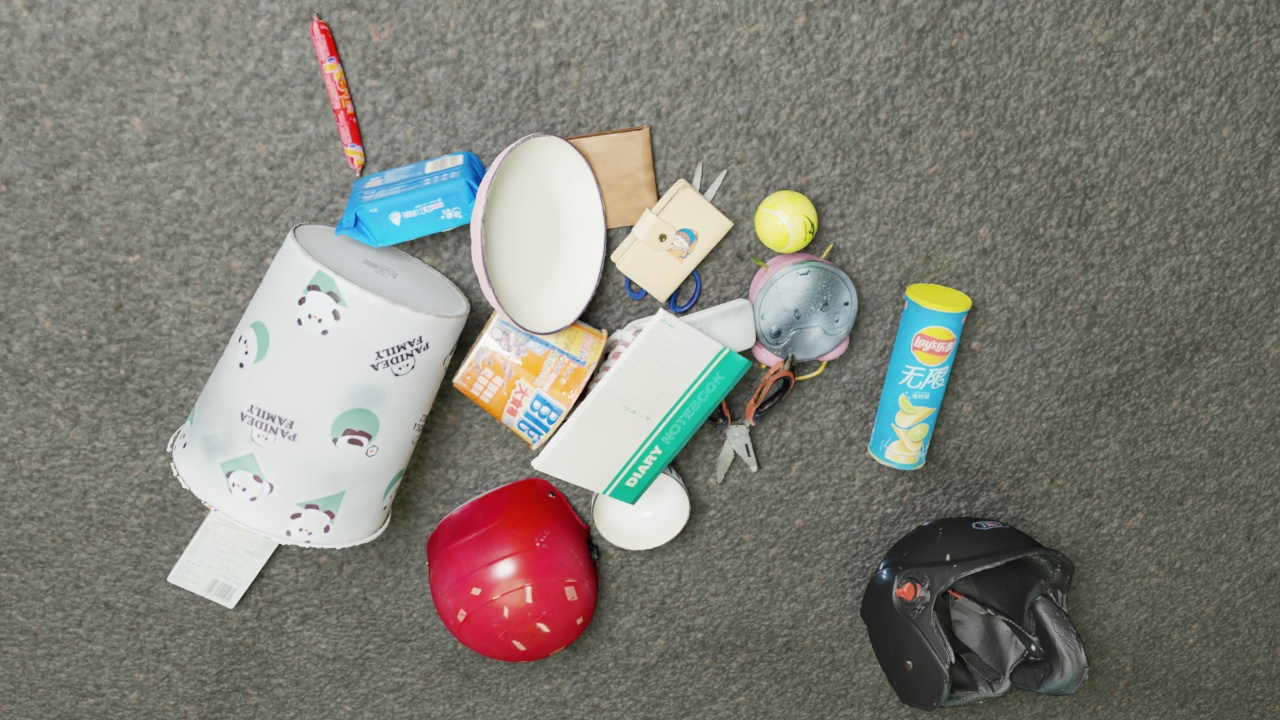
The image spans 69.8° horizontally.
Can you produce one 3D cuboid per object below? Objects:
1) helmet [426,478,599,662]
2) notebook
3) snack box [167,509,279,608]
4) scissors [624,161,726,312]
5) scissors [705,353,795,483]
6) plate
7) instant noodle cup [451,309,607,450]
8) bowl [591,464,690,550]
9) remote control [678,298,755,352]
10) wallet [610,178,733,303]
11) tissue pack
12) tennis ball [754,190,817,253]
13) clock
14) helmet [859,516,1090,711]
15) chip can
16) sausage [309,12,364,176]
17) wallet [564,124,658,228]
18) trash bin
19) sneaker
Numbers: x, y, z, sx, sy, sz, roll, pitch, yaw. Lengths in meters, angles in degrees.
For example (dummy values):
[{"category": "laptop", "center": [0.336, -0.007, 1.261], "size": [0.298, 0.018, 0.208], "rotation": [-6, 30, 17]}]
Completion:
[{"category": "helmet", "center": [-0.145, 0.279, 1.099], "size": [0.207, 0.143, 0.240], "rotation": [-28, 117, 5]}, {"category": "notebook", "center": [0.005, 0.055, 0.945], "size": [0.150, 0.012, 0.209], "rotation": [27, 108, -41]}, {"category": "snack box", "center": [-0.486, 0.221, 1.091], "size": [0.084, 0.026, 0.157], "rotation": [33, 108, -19]}, {"category": "scissors", "center": [0.036, -0.131, 0.989], "size": [0.144, 0.012, 0.170], "rotation": [-12, 116, -1]}, {"category": "scissors", "center": [0.114, 0.068, 1.049], "size": [0.188, 0.015, 0.225], "rotation": [16, 125, -38]}, {"category": "plate", "center": [-0.102, -0.121, 0.887], "size": [0.039, 0.191, 0.193], "rotation": [7, 122, 32]}, {"category": "instant noodle cup", "center": [-0.121, 0.003, 0.967], "size": [0.111, 0.151, 0.151], "rotation": [32, 108, -11]}, {"category": "bowl", "center": [-0.002, 0.161, 1.097], "size": [0.116, 0.066, 0.117], "rotation": [-2, 116, -5]}, {"category": "remote control", "center": [0.061, -0.023, 0.956], "size": [0.135, 0.020, 0.056], "rotation": [-19, 114, -24]}, {"category": "wallet", "center": [0.031, -0.126, 0.967], "size": [0.087, 0.024, 0.115], "rotation": [36, 105, -27]}, {"category": "tissue pack", "center": [-0.217, -0.157, 0.901], "size": [0.157, 0.094, 0.052], "rotation": [-14, 122, 0]}, {"category": "tennis ball", "center": [0.153, -0.146, 0.965], "size": [0.065, 0.065, 0.065], "rotation": [-3, 116, -6]}, {"category": "clock", "center": [0.177, -0.047, 1.021], "size": [0.117, 0.059, 0.159], "rotation": [-10, 115, -3]}, {"category": "helmet", "center": [0.396, 0.303, 1.124], "size": [0.233, 0.230, 0.275], "rotation": [4, 117, -25]}, {"category": "chip can", "center": [0.320, 0.020, 1.064], "size": [0.071, 0.071, 0.211], "rotation": [3, 116, -9]}, {"category": "sausage", "center": [-0.291, -0.254, 0.886], "size": [0.020, 0.020, 0.156], "rotation": [-10, 117, -2]}, {"category": "wallet", "center": [-0.041, -0.185, 0.950], "size": [0.115, 0.020, 0.101], "rotation": [-7, 118, 0]}, {"category": "trash bin", "center": [-0.304, 0.017, 0.913], "size": [0.229, 0.229, 0.252], "rotation": [26, 105, -18]}, {"category": "sneaker", "center": [-0.006, 0.006, 0.998], "size": [0.240, 0.118, 0.088], "rotation": [-33, 98, -11]}]
